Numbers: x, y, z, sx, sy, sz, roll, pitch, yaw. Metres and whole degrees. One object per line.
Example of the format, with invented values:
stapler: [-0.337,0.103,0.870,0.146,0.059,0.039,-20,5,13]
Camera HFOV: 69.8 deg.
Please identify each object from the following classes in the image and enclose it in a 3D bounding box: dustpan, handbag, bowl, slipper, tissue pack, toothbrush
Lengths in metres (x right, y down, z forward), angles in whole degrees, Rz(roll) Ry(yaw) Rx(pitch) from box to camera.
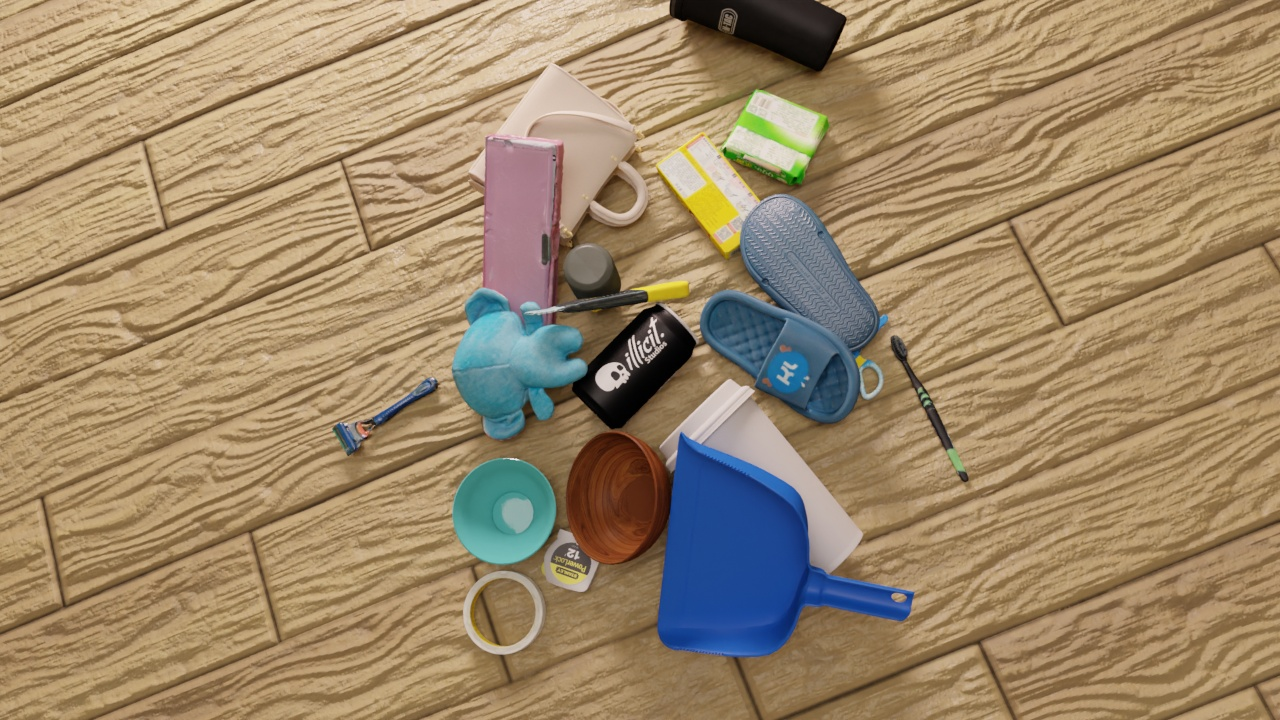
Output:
dustpan: [0.149,0.215,0.949,0.258,0.059,0.246,9,108,10]
handbag: [-0.082,-0.236,1.147,0.198,0.101,0.194,35,83,1]
bowl: [-0.154,0.177,1.075,0.121,0.046,0.121,-1,77,6]
bowl: [-0.012,0.156,1.043,0.148,0.068,0.147,-10,76,44]
slipper: [0.159,-0.010,1.062,0.214,0.059,0.104,36,110,19]
tissue pack: [0.168,-0.279,1.150,0.114,0.034,0.099,27,79,12]
toothbrush: [0.335,0.054,1.064,0.014,0.017,0.188,-23,77,-1]
slipper: [0.198,-0.099,1.094,0.104,0.059,0.213,-37,81,7]

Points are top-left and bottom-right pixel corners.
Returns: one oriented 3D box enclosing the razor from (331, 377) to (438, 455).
razor: [-0.310,0.064,1.135,0.141,0.018,0.044,-32,75,-5]

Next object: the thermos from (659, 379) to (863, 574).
thermos: [0.137,0.138,1.018,0.131,0.131,0.222,-44,84,-5]

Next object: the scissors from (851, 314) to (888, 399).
scissors: [0.253,-0.008,1.087,0.125,0.016,0.125,-43,76,-5]

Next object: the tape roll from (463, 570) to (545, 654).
tape roll: [-0.158,0.292,1.064,0.094,0.019,0.094,-2,77,7]

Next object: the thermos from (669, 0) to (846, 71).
thermos: [0.146,-0.446,1.161,0.218,0.106,0.105,28,81,7]

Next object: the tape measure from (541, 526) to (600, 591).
tape measure: [-0.080,0.233,1.069,0.064,0.017,0.065,17,80,10]

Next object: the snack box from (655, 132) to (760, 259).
snack box: [0.093,-0.206,1.146,0.075,0.025,0.152,-36,75,-2]

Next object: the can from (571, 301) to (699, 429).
can: [-0.006,0.006,1.080,0.080,0.080,0.146,43,85,14]

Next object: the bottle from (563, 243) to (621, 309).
bottle: [-0.055,-0.096,1.095,0.060,0.108,0.060,-1,77,6]

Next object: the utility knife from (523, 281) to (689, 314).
utility knife: [-0.037,-0.068,1.052,0.197,0.029,0.020,-10,102,-17]

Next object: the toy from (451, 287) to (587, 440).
toy: [-0.137,-0.001,1.085,0.181,0.114,0.183,-9,88,25]

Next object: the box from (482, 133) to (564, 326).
box: [-0.143,-0.148,1.095,0.098,0.041,0.233,9,112,6]
